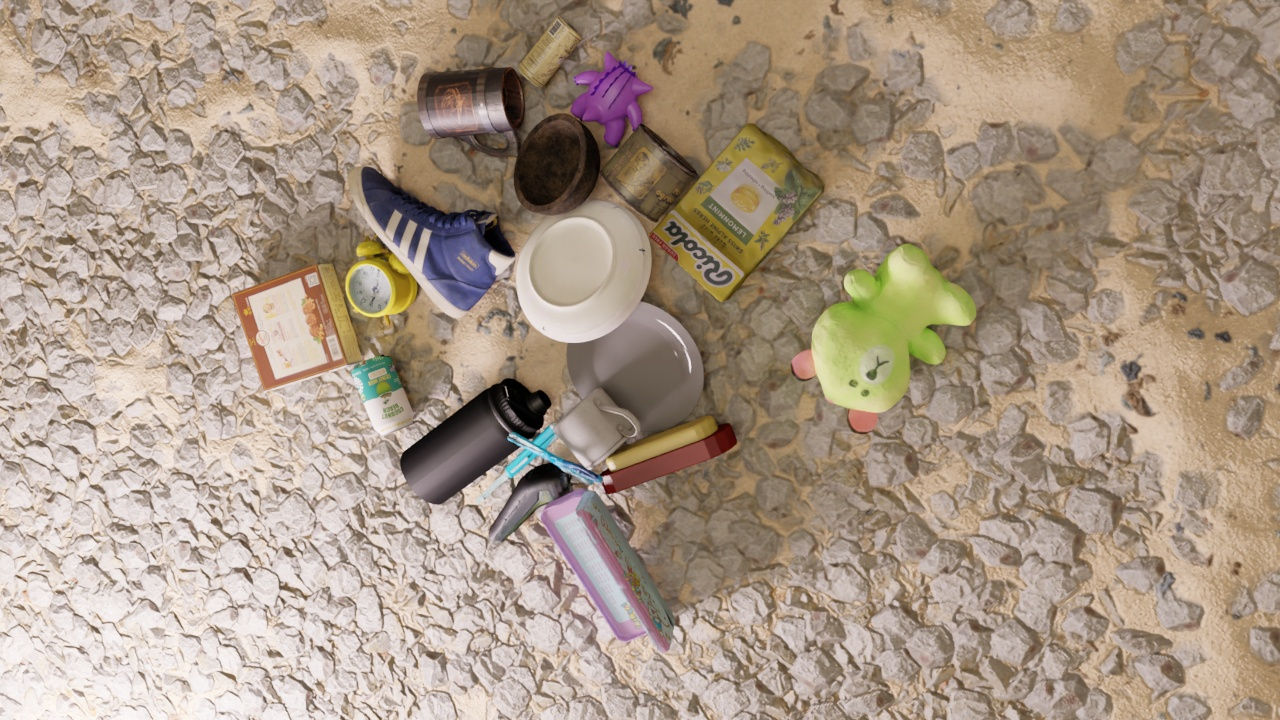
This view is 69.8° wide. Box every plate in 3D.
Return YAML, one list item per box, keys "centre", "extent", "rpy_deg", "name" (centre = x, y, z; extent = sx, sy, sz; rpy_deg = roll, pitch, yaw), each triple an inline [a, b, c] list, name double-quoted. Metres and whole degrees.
- centre: [-0.076, -0.113, 1.100]
  extent: [0.183, 0.034, 0.182]
  rpy_deg: [-6, 75, 23]
  name: "plate"
- centre: [-0.007, 0.006, 1.126]
  extent: [0.178, 0.012, 0.179]
  rpy_deg: [9, 117, 18]
  name: "plate"

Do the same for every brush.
- centre: [0.030, 0.111, 1.111]
  extent: [0.174, 0.082, 0.042]
  rpy_deg: [-22, 91, 18]
  name: "brush"

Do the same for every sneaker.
- centre: [-0.255, -0.180, 1.145]
  extent: [0.119, 0.091, 0.233]
  rpy_deg: [-36, 88, 22]
  name: "sneaker"

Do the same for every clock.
- centre: [-0.335, -0.110, 1.196]
  extent: [0.083, 0.057, 0.119]
  rpy_deg: [22, 110, 12]
  name: "clock"

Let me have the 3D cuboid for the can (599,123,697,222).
- centre: [0.010, -0.218, 1.065]
  extent: [0.090, 0.089, 0.075]
  rpy_deg: [44, 106, 6]
  name: "can"

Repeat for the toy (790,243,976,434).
- centre: [0.265, -0.032, 1.020]
  extent: [0.150, 0.107, 0.197]
  rpy_deg: [37, 117, -16]
  name: "toy"

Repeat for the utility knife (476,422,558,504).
- centre: [-0.160, 0.138, 1.206]
  extent: [0.022, 0.015, 0.167]
  rpy_deg: [37, 110, -23]
  name: "utility knife"

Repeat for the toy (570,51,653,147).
- centre: [-0.036, -0.310, 1.082]
  extent: [0.106, 0.055, 0.088]
  rpy_deg: [41, 102, 8]
  name: "toy"

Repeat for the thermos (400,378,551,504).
- centre: [-0.206, 0.097, 1.175]
  extent: [0.199, 0.086, 0.086]
  rpy_deg: [-36, 87, 18]
  name: "thermos"

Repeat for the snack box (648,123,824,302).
- centre: [0.113, -0.172, 1.065]
  extent: [0.121, 0.045, 0.181]
  rpy_deg: [44, 107, 5]
  name: "snack box"

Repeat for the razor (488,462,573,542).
- centre: [-0.143, 0.189, 1.193]
  extent: [0.067, 0.053, 0.152]
  rpy_deg: [39, 112, -5]
  name: "razor"

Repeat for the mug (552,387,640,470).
- centre: [-0.049, 0.078, 1.115]
  extent: [0.070, 0.084, 0.113]
  rpy_deg: [49, 138, -3]
  name: "mug"

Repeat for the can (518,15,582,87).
- centre: [-0.109, -0.370, 1.103]
  extent: [0.038, 0.038, 0.080]
  rpy_deg: [45, 107, 6]
  name: "can"

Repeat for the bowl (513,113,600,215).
- centre: [-0.091, -0.228, 1.102]
  extent: [0.121, 0.056, 0.121]
  rpy_deg: [-10, 74, 39]
  name: "bowl"

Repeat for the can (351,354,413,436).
- centre: [-0.343, 0.047, 1.223]
  extent: [0.055, 0.054, 0.101]
  rpy_deg: [-21, 92, 18]
  name: "can"

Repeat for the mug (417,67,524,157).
- centre: [-0.202, -0.300, 1.128]
  extent: [0.107, 0.079, 0.116]
  rpy_deg: [0, 126, 15]
  name: "mug"

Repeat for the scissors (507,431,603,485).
- centre: [-0.100, 0.119, 1.100]
  extent: [0.140, 0.118, 0.013]
  rpy_deg: [36, 74, -24]
  name: "scissors"

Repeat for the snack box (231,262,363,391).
- centre: [-0.468, -0.045, 1.252]
  extent: [0.147, 0.041, 0.143]
  rpy_deg: [-16, 93, 17]
  name: "snack box"

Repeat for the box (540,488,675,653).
- centre: [-0.044, 0.269, 1.131]
  extent: [0.090, 0.091, 0.214]
  rpy_deg: [-27, 101, 17]
  name: "box"
